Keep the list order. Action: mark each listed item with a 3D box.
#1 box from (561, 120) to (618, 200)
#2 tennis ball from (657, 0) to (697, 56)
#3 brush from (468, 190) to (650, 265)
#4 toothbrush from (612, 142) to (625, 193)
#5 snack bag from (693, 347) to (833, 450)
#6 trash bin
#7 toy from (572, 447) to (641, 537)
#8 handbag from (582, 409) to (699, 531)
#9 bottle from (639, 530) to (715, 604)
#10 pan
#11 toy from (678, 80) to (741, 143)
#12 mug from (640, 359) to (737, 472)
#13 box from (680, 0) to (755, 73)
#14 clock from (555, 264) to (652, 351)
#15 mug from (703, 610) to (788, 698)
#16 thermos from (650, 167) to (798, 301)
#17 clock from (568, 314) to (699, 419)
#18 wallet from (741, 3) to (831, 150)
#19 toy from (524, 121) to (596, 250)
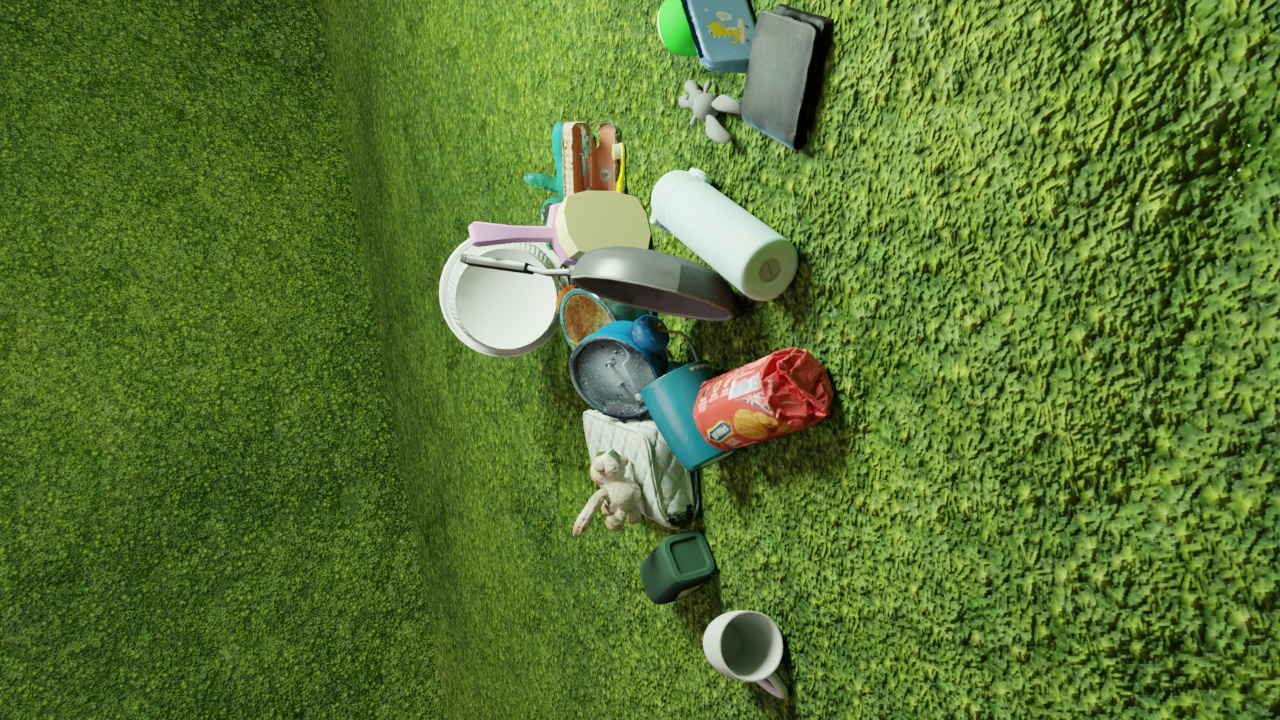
[{"bbox_3d":[-0.064,-0.219,1.202,0.048,0.085,0.187,25,122,54],"label":"box"},{"bbox_3d":[0.050,-0.344,0.935,0.065,0.065,0.065,29,123,60],"label":"tennis ball"},{"bbox_3d":[-0.092,-0.157,1.101,0.043,0.228,0.089,-27,72,55],"label":"brush"},{"bbox_3d":[-0.026,-0.212,1.187,0.021,0.016,0.135,-158,63,-67],"label":"toothbrush"},{"bbox_3d":[0.116,0.038,0.897,0.177,0.082,0.082,-29,71,63],"label":"snack bag"},{"bbox_3d":[-0.192,-0.092,1.302,0.199,0.195,0.195,-143,49,-79],"label":"trash bin"},{"bbox_3d":[-0.041,0.154,1.091,0.074,0.085,0.106,13,110,39],"label":"toy"},{"bbox_3d":[0.001,0.129,1.166,0.195,0.072,0.139,15,119,62],"label":"handbag"},{"bbox_3d":[0.037,0.264,1.136,0.061,0.061,0.132,68,151,24],"label":"bottle"},{"bbox_3d":[-0.059,-0.098,1.015,0.358,0.178,0.041,11,85,31],"label":"pan"},{"bbox_3d":[0.069,-0.265,0.959,0.049,0.030,0.111,-68,31,23],"label":"toy"},{"bbox_3d":[0.061,0.068,1.026,0.112,0.084,0.104,67,178,-77],"label":"mug"},{"bbox_3d":[0.065,-0.376,0.895,0.037,0.065,0.209,130,128,-62],"label":"box"},{"bbox_3d":[-0.051,-0.066,1.182,0.157,0.073,0.122,54,142,7],"label":"clock"},{"bbox_3d":[0.116,0.323,0.998,0.107,0.071,0.090,51,160,2],"label":"mug"},{"bbox_3d":[0.078,-0.134,0.935,0.078,0.065,0.207,-56,39,13],"label":"thermos"},{"bbox_3d":[-0.006,0.006,1.093,0.162,0.060,0.117,-10,116,30],"label":"clock"},{"bbox_3d":[0.130,-0.260,0.837,0.089,0.026,0.115,45,136,50],"label":"wallet"},{"bbox_3d":[-0.095,-0.230,1.271,0.131,0.072,0.194,22,122,21],"label":"toy"}]
